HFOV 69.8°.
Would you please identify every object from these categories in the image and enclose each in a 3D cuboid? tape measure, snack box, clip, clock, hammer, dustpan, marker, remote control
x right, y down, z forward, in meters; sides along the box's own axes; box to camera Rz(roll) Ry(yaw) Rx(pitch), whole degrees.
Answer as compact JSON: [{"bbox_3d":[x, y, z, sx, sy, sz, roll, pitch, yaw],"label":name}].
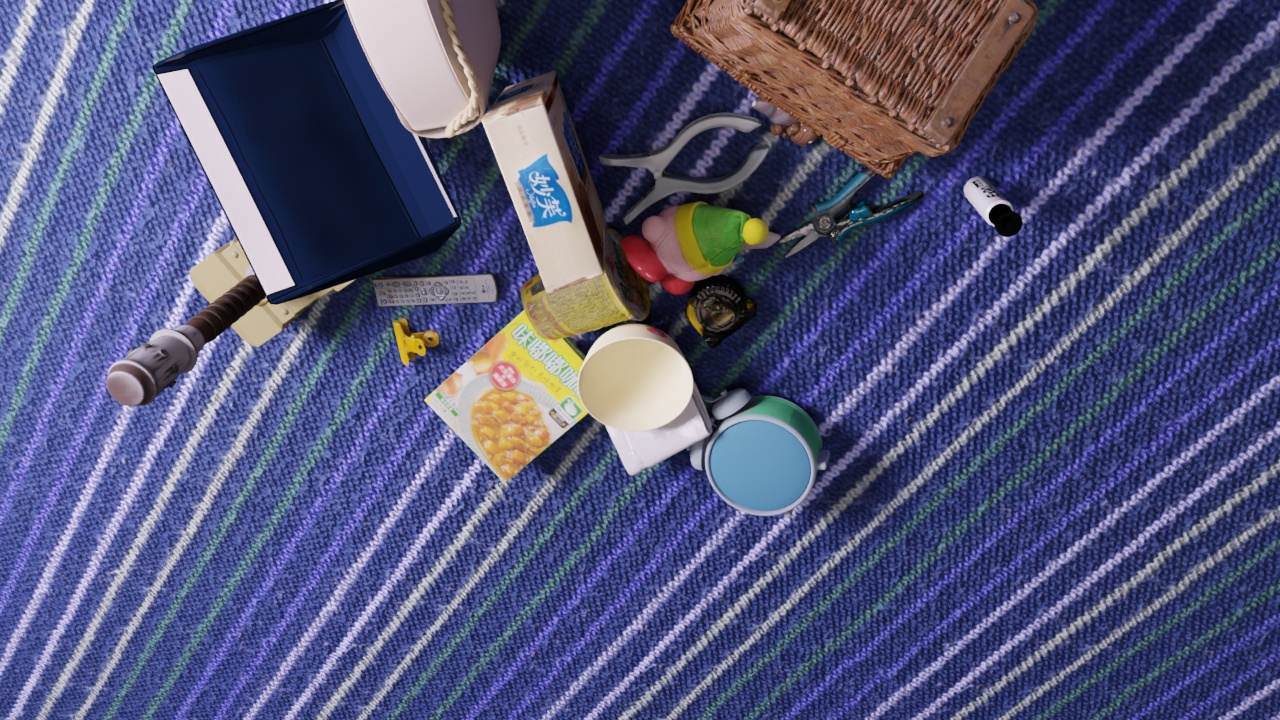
[{"bbox_3d":[0.082,-0.056,0.959,0.067,0.038,0.062,-35,107,21],"label":"tape measure"},{"bbox_3d":[-0.080,-0.168,0.826,0.055,0.207,0.153,-17,113,5],"label":"snack box"},{"bbox_3d":[0.050,-0.179,0.908,0.163,0.028,0.108,-14,112,13],"label":"clip"},{"bbox_3d":[0.119,0.093,1.013,0.161,0.075,0.122,32,116,4],"label":"clock"},{"bbox_3d":[-0.135,0.037,1.015,0.168,0.027,0.132,-40,98,14],"label":"snack box"},{"bbox_3d":[-0.373,-0.052,0.844,0.191,0.324,0.101,-29,110,21],"label":"hammer"},{"bbox_3d":[-0.253,-0.210,0.843,0.080,0.272,0.236,-26,91,53],"label":"dustpan"},{"bbox_3d":[0.324,-0.142,0.843,0.025,0.125,0.025,2,116,5],"label":"marker"},{"bbox_3d":[-0.252,-0.018,1.017,0.046,0.035,0.053,0,115,14],"label":"clip"},{"bbox_3d":[-0.221,-0.077,0.994,0.136,0.013,0.033,-2,116,7],"label":"remote control"}]

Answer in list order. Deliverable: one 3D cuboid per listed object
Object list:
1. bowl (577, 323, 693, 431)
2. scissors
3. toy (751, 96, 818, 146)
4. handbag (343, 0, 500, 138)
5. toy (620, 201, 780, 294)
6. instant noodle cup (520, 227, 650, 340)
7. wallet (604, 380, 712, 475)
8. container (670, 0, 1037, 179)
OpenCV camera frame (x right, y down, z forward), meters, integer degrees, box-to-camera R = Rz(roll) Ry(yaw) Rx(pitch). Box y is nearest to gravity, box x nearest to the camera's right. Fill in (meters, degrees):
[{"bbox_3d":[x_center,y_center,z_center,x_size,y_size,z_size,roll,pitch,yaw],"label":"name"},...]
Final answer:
[{"bbox_3d":[-0.006,0.006,0.961,0.118,0.073,0.118,0,125,-1],"label":"bowl"},{"bbox_3d":[0.211,-0.151,0.910,0.149,0.019,0.122,5,117,5],"label":"scissors"},{"bbox_3d":[0.135,-0.239,0.864,0.101,0.041,0.055,22,94,-14],"label":"toy"},{"bbox_3d":[-0.185,-0.305,0.745,0.103,0.210,0.209,-10,131,7],"label":"handbag"},{"bbox_3d":[0.067,-0.111,0.898,0.132,0.096,0.124,-38,135,24],"label":"toy"},{"bbox_3d":[-0.058,-0.069,0.938,0.108,0.102,0.102,-21,112,22],"label":"instant noodle cup"},{"bbox_3d":[0.020,0.069,1.011,0.116,0.032,0.086,-27,75,26],"label":"wallet"},{"bbox_3d":[0.178,-0.274,0.742,0.250,0.183,0.162,30,99,-11],"label":"container"}]
